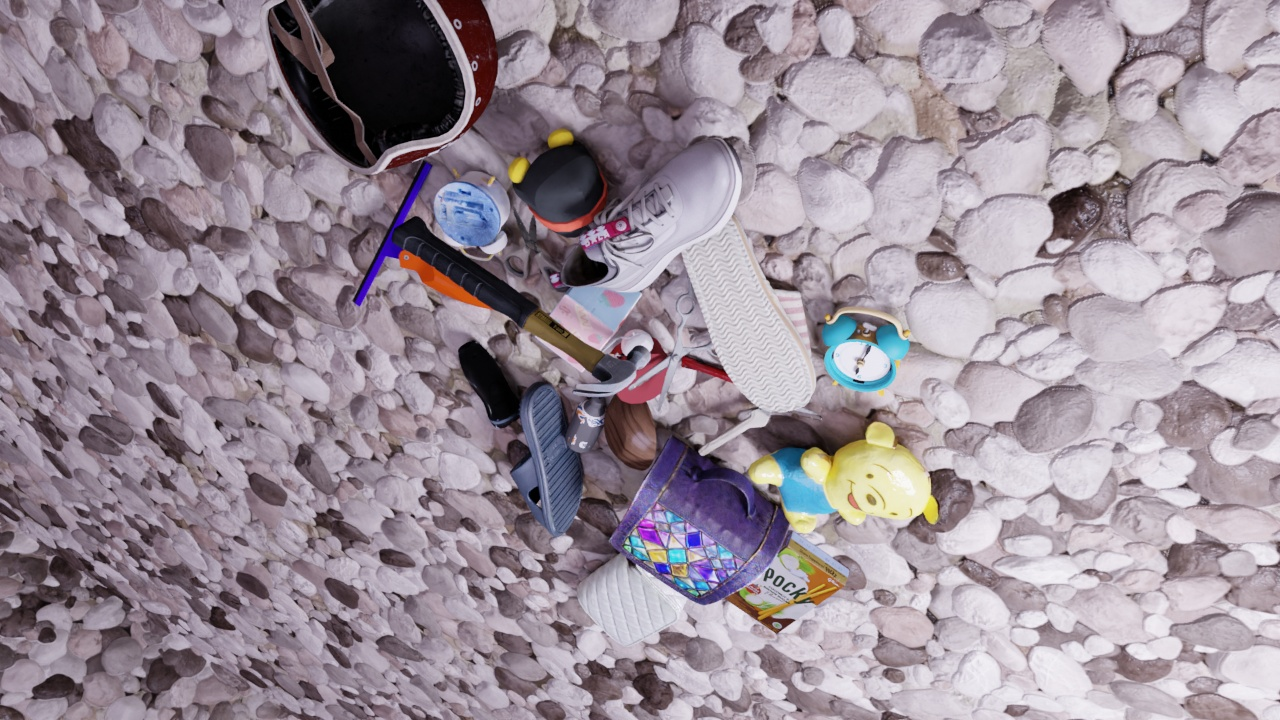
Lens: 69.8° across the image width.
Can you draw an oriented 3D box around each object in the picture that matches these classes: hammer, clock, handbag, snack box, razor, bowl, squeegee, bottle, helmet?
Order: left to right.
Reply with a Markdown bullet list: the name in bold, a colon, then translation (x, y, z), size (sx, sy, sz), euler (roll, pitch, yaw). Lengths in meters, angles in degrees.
- **helmet**: translation (-0.277, -0.318, 0.951), size (0.233, 0.252, 0.234), euler (57, 154, -15)
- **squeegee**: translation (-0.267, -0.119, 1.247), size (0.184, 0.055, 0.250), euler (29, 121, -13)
- **clock**: translation (-0.212, -0.180, 1.166), size (0.089, 0.051, 0.126), euler (14, 129, 10)
- **razor**: translation (-0.226, 0.034, 1.361), size (0.064, 0.053, 0.140), euler (13, 134, 63)
- **hammer**: translation (-0.150, -0.065, 1.076), size (0.333, 0.117, 0.025), euler (34, 130, 6)
- **bottle**: translation (-0.076, 0.089, 1.325), size (0.047, 0.046, 0.113), euler (29, 135, 4)
- **snack box**: translation (-0.065, -0.057, 1.167), size (0.079, 0.092, 0.095), euler (37, 133, -3)
- **bowl**: translation (-0.022, 0.096, 1.263), size (0.119, 0.032, 0.119), euler (28, 122, 56)
- **handbag**: translation (-0.011, 0.384, 1.518), size (0.139, 0.072, 0.195), euler (46, 134, -1)
- **clock**: translation (-0.007, 0.007, 1.174), size (0.087, 0.044, 0.124), euler (-42, 138, 10)
- **handbag**: translation (0.084, 0.221, 1.295), size (0.205, 0.125, 0.223), euler (34, 136, -1)
- **snack box**: translation (0.218, 0.338, 1.385), size (0.101, 0.031, 0.187), euler (34, 134, -2)
- **clock**: translation (0.260, -0.011, 1.072), size (0.099, 0.043, 0.130), euler (13, 138, 18)

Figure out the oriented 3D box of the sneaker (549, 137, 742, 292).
- **sneaker**: translation (0.002, -0.154, 1.015), size (0.264, 0.128, 0.096), euler (-38, 75, 45)

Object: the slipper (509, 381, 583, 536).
- **slipper**: translation (-0.152, 0.145, 1.384), size (0.083, 0.101, 0.264), euler (10, 125, 30)

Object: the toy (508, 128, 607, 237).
- **toy**: translation (-0.085, -0.191, 1.071), size (0.099, 0.097, 0.119), euler (46, 168, 29)

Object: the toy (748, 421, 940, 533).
- **toy**: translation (0.265, 0.152, 1.174), size (0.214, 0.083, 0.149), euler (-15, 125, 34)

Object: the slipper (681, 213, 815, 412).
- **slipper**: translation (0.132, -0.062, 1.092), size (0.115, 0.052, 0.263), euler (-19, 105, 33)

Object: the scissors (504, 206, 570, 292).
- **scissors**: translation (-0.130, -0.134, 1.160), size (0.153, 0.012, 0.164), euler (36, 152, -21)

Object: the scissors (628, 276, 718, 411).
- **scissors**: translation (0.044, -0.020, 1.142), size (0.014, 0.141, 0.165), euler (-146, 44, -66)

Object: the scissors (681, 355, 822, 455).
- **scissors**: translation (0.132, 0.062, 1.195), size (0.199, 0.015, 0.180), euler (27, 116, 13)
